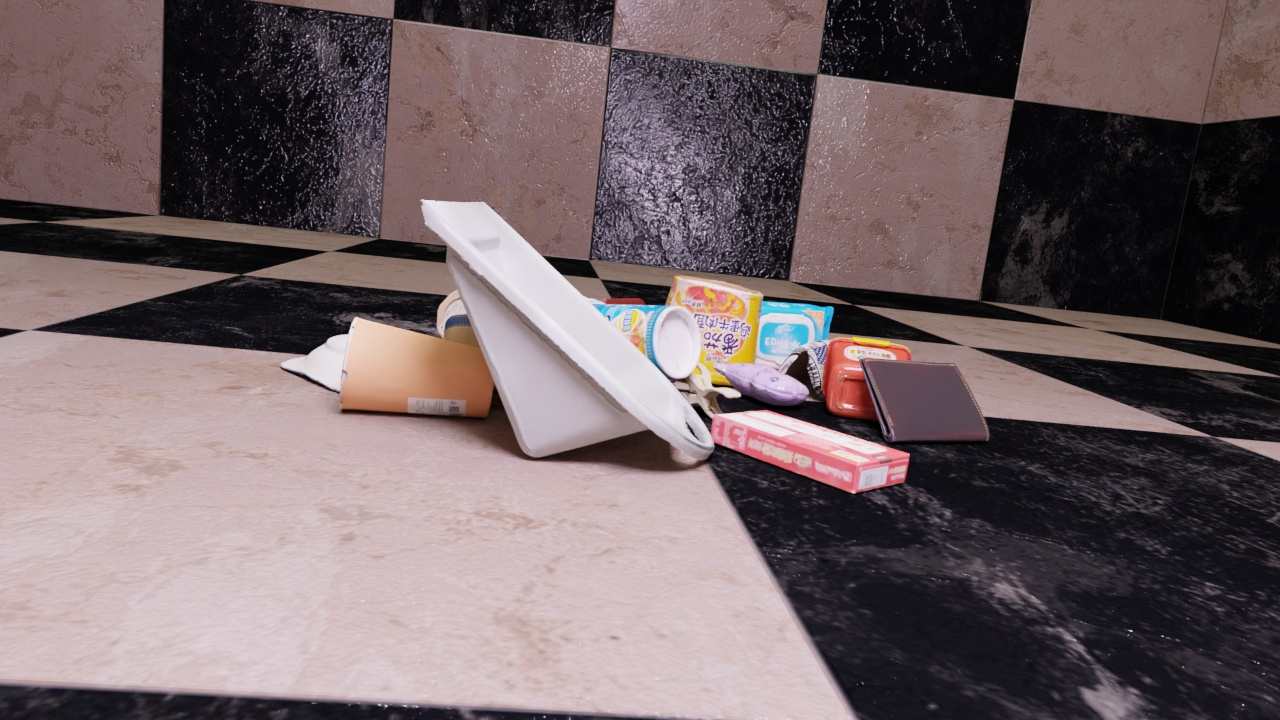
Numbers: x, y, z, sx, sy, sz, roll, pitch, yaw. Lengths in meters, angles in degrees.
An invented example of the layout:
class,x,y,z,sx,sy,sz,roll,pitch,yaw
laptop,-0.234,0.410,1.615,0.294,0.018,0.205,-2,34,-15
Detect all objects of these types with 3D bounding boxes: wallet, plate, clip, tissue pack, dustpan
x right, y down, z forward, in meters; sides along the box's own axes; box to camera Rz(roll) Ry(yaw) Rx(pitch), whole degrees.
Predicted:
class,x,y,z,sx,sy,sz,roll,pitch,yaw
wallet,0.282,0.039,0.915,0.122,0.020,0.096,3,54,-24
plate,-0.257,-0.001,0.919,0.164,0.034,0.164,15,14,41
clip,0.060,0.019,0.909,0.034,0.083,0.105,0,1,-33
wallet,-0.148,-0.002,0.876,0.090,0.033,0.115,3,35,-5
tissue pack,0.185,-0.033,1.226,0.140,0.090,0.063,4,10,-12
dustpan,-0.043,-0.026,0.747,0.143,0.258,0.222,-17,9,4

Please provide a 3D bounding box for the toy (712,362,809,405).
class,x,y,z,sx,sy,sz,roll,pitch,yaw
toy,0.140,0.026,1.003,0.083,0.039,0.108,11,5,-31

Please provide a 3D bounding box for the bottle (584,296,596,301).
class,x,y,z,sx,sy,sz,roll,pitch,yaw
bottle,-0.100,-0.055,1.133,0.068,0.068,0.196,11,-1,24

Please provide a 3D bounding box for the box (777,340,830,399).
class,x,y,z,sx,sy,sz,roll,pitch,yaw
box,0.233,0.015,1.102,0.088,0.076,0.162,39,23,30

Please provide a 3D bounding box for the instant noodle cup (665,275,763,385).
class,x,y,z,sx,sy,sz,roll,pitch,yaw
instant noodle cup,0.082,-0.039,1.106,0.138,0.110,0.138,11,11,-2

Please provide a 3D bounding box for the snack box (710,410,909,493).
class,x,y,z,sx,sy,sz,roll,pitch,yaw
snack box,0.138,0.073,0.767,0.075,0.025,0.153,-1,13,-44

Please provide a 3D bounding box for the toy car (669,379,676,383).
class,x,y,z,sx,sy,sz,roll,pitch,yaw
toy car,-0.006,0.006,1.047,0.105,0.032,0.048,14,12,32

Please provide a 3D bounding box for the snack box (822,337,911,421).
class,x,y,z,sx,sy,sz,roll,pitch,yaw
snack box,0.241,0.025,0.983,0.091,0.082,0.080,7,23,11

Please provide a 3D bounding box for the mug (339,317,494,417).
class,x,y,z,sx,sy,sz,roll,pitch,yaw
mug,-0.187,0.012,0.782,0.122,0.078,0.078,10,9,-11

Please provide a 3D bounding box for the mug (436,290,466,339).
class,x,y,z,sx,sy,sz,roll,pitch,yaw
mug,-0.182,-0.068,1.120,0.084,0.125,0.103,44,12,-3

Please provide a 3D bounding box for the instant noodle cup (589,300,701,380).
class,x,y,z,sx,sy,sz,roll,pitch,yaw
instant noodle cup,-0.004,-0.014,0.902,0.110,0.099,0.099,-2,2,41

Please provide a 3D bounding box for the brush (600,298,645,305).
class,x,y,z,sx,sy,sz,roll,pitch,yaw
brush,-0.016,-0.060,1.338,0.069,0.063,0.145,-2,4,25
